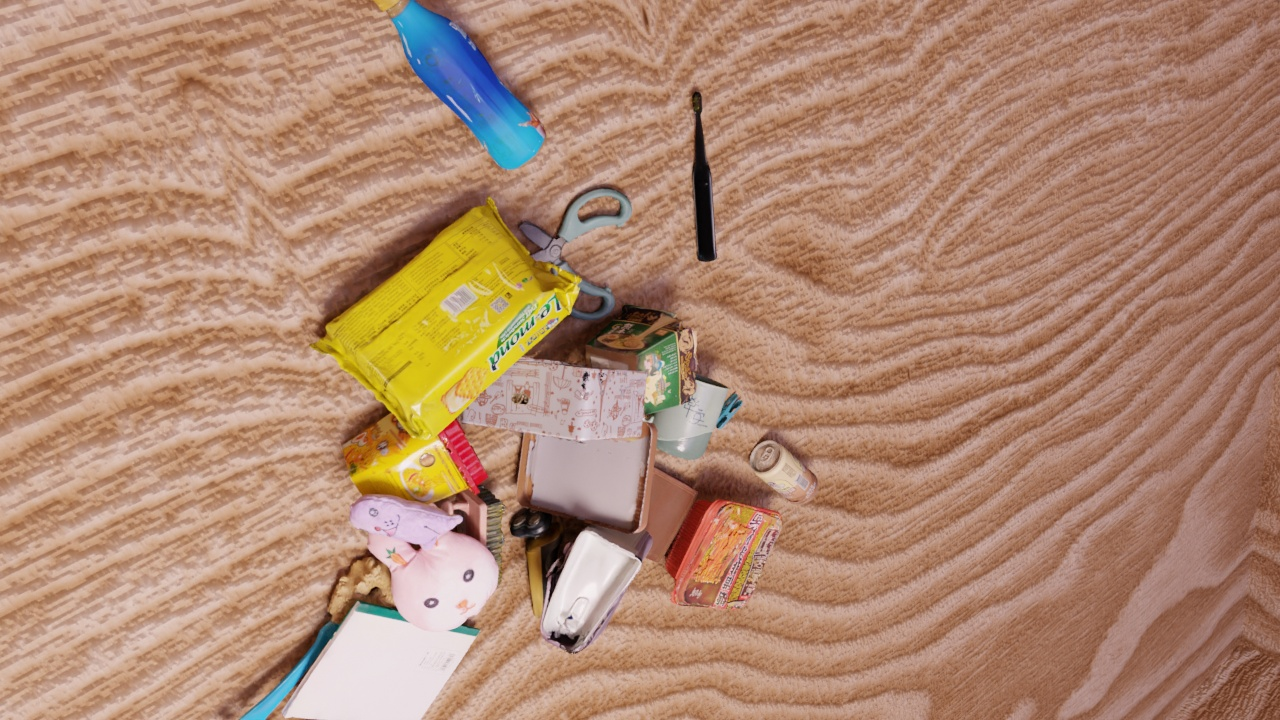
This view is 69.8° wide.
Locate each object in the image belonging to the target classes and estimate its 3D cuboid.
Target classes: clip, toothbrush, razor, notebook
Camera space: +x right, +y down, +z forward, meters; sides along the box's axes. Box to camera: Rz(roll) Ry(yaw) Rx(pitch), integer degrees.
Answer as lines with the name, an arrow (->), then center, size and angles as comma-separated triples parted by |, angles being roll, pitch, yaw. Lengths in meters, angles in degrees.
clip -> 0.124, 0.073, 1.314 | 0.056, 0.014, 0.045 | -49, 126, -10
toothbrush -> 0.078, -0.229, 1.159 | 0.026, 0.027, 0.213 | 0, 115, 12
razor -> -0.131, 0.260, 1.182 | 0.067, 0.062, 0.168 | -1, 117, -4
notebook -> -0.298, 0.365, 1.086 | 0.150, 0.012, 0.209 | -56, 141, -1

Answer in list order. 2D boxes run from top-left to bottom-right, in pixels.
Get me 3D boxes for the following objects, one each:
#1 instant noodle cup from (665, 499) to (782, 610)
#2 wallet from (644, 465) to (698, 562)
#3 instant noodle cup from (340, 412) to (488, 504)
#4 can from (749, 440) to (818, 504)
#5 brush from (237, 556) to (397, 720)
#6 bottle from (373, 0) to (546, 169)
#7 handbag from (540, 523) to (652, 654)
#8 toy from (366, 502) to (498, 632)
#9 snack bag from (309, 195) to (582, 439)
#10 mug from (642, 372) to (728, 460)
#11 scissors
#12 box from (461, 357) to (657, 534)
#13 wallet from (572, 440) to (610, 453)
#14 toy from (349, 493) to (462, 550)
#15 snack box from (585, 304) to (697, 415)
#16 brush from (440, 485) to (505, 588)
instant noodle cup -> 0.111, 0.274, 1.329 | 0.188, 0.079, 0.164 | 22, 94, -48
wallet -> 0.014, 0.212, 1.278 | 0.101, 0.032, 0.124 | 32, 86, -36
instant noodle cup -> -0.249, 0.106, 1.001 | 0.123, 0.116, 0.116 | -29, 123, -11
can -> 0.218, 0.171, 1.389 | 0.116, 0.058, 0.058 | 39, 82, -38
brush -> -0.364, 0.325, 1.029 | 0.254, 0.046, 0.083 | -47, 131, -19
bottle -> -0.182, -0.288, 0.923 | 0.065, 0.065, 0.218 | -51, 129, -9
handbag -> -0.058, 0.271, 1.142 | 0.197, 0.098, 0.145 | 33, 82, -84
toy -> -0.236, 0.235, 1.042 | 0.121, 0.054, 0.159 | -37, 109, -6
snack bag -> -0.196, -0.046, 0.946 | 0.246, 0.158, 0.068 | -44, 166, -15
mug -> 0.048, 0.068, 1.221 | 0.111, 0.082, 0.106 | 19, 97, -8
scissors -> -0.066, -0.138, 1.095 | 0.170, 0.019, 0.181 | 40, 83, -37
box -> -0.097, 0.092, 1.027 | 0.157, 0.181, 0.198 | 0, 98, -61
wallet -> -0.065, 0.107, 1.175 | 0.129, 0.037, 0.106 | 10, 100, -38
toy -> -0.251, 0.167, 0.955 | 0.108, 0.038, 0.084 | 19, 136, -27
snack box -> -0.007, 0.006, 1.113 | 0.105, 0.118, 0.118 | -27, 121, -48
brush -> -0.205, 0.225, 1.103 | 0.072, 0.063, 0.146 | -12, 115, -37
